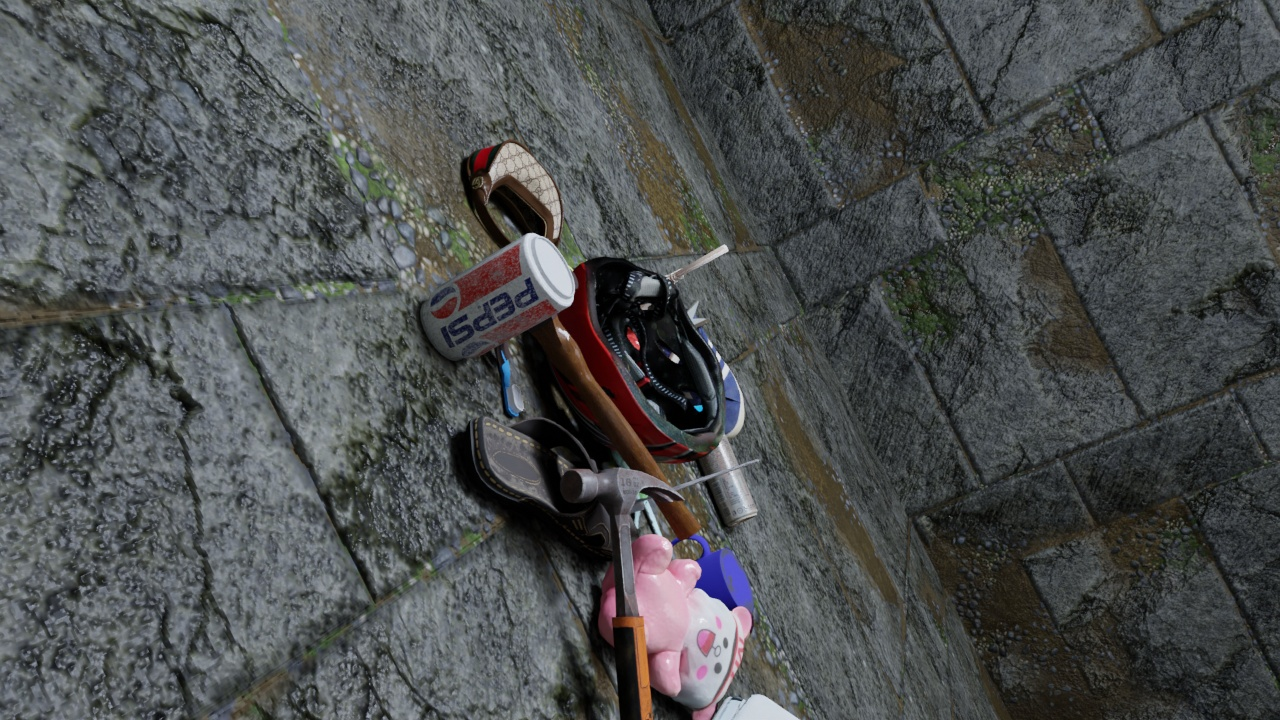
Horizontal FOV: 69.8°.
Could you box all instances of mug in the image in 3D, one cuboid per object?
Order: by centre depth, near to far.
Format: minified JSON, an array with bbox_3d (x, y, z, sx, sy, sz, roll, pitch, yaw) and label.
[{"bbox_3d":[0.070,0.258,1.077,0.111,0.084,0.079,66,19,9],"label":"mug"}]

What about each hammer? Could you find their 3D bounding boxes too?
[{"bbox_3d":[-0.001,0.255,0.833,0.137,0.035,0.314,7,73,-46],"label":"hammer"},{"bbox_3d":[-0.038,0.054,0.954,0.323,0.115,0.033,55,21,-10],"label":"hammer"}]

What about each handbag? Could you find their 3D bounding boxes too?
[{"bbox_3d":[-0.154,-0.191,1.156,0.166,0.063,0.138,45,42,-51],"label":"handbag"},{"bbox_3d":[0.037,-0.117,1.318,0.062,0.198,0.175,62,19,-3],"label":"handbag"}]

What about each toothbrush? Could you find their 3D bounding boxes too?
[{"bbox_3d":[-0.145,-0.011,0.983,0.016,0.014,0.166,39,29,-50],"label":"toothbrush"},{"bbox_3d":[0.054,0.144,1.035,0.010,0.182,0.010,61,24,-15],"label":"toothbrush"}]

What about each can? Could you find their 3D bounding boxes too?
[{"bbox_3d":[-0.136,-0.059,0.878,0.078,0.136,0.078,51,22,-30],"label":"can"},{"bbox_3d":[0.128,0.179,1.385,0.054,0.054,0.135,15,50,-65],"label":"can"}]

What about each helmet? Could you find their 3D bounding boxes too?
[{"bbox_3d":[-0.007,0.006,1.079,0.217,0.167,0.272,-3,59,-54],"label":"helmet"}]

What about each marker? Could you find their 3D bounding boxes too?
[{"bbox_3d":[-0.028,0.159,1.059,0.017,0.017,0.146,34,34,-55],"label":"marker"}]

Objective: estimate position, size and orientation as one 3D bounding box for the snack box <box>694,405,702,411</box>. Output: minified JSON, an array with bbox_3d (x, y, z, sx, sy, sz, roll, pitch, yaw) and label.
[{"bbox_3d":[0.048,0.090,1.252,0.027,0.082,0.150,64,19,9],"label":"snack box"}]

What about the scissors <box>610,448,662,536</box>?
[{"bbox_3d":[-0.003,0.161,1.135,0.168,0.023,0.171,63,16,-18],"label":"scissors"}]

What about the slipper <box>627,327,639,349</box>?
[{"bbox_3d":[0.002,0.003,1.286,0.103,0.059,0.248,61,17,-4],"label":"slipper"}]

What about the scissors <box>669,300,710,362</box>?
[{"bbox_3d":[0.050,-0.044,1.315,0.187,0.015,0.179,29,42,-38],"label":"scissors"}]

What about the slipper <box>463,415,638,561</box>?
[{"bbox_3d":[-0.070,0.123,0.903,0.268,0.076,0.112,42,28,-47],"label":"slipper"}]

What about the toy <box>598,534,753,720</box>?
[{"bbox_3d":[0.039,0.282,0.955,0.213,0.084,0.141,44,51,-33],"label":"toy"}]

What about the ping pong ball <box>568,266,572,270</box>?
[{"bbox_3d":[-0.103,-0.105,1.180,0.040,0.040,0.040,51,22,-30],"label":"ping pong ball"}]

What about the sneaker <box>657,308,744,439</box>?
[{"bbox_3d":[0.090,0.009,1.428,0.118,0.091,0.233,55,11,-75],"label":"sneaker"}]

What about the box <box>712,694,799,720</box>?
[{"bbox_3d":[0.117,0.407,0.895,0.215,0.125,0.106,-13,101,-70],"label":"box"}]
